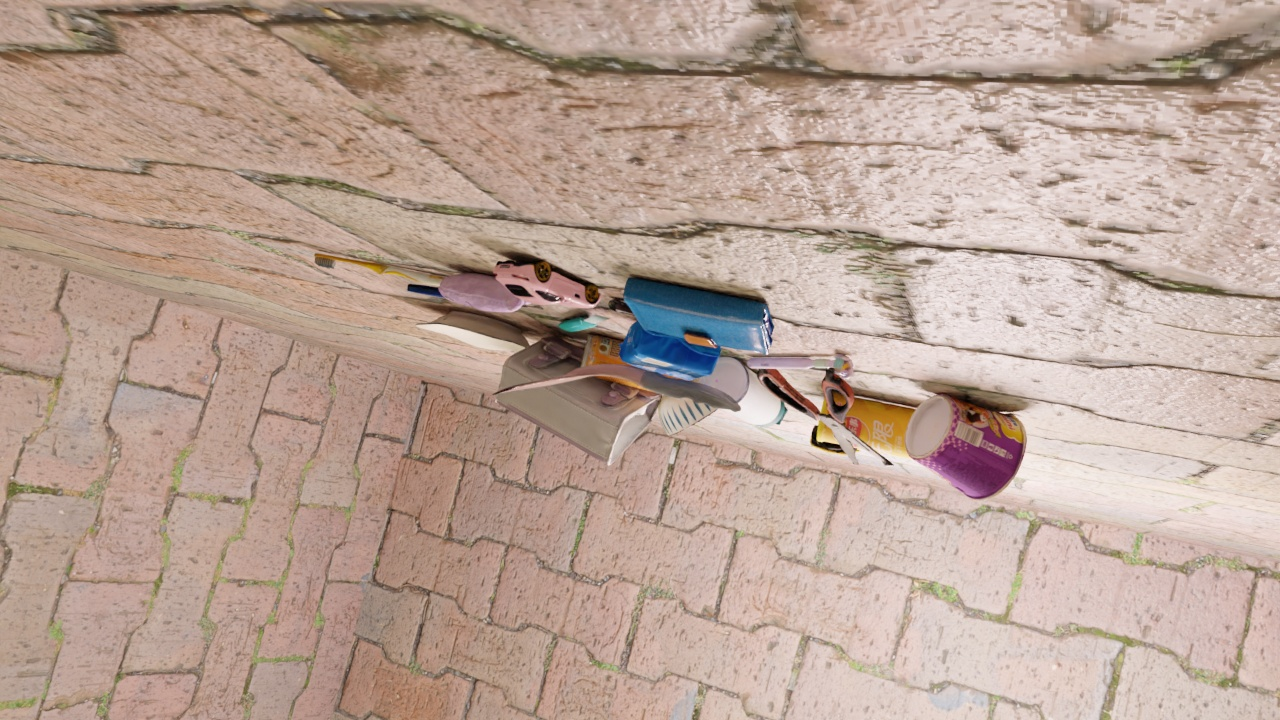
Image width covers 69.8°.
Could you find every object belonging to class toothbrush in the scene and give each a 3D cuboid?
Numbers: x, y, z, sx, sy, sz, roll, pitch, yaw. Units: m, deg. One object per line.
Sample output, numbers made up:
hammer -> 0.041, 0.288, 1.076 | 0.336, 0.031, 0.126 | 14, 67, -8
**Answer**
toothbrush -> -0.308, -0.106, 1.102 | 0.191, 0.018, 0.016 | 12, 175, 12
toothbrush -> 0.177, 0.005, 1.054 | 0.021, 0.029, 0.189 | -25, -169, -24

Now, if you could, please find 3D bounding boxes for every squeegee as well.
squeegee -> -0.001, 0.027, 1.065 | 0.250, 0.040, 0.247 | 7, -174, 23

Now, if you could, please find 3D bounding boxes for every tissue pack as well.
tissue pack -> 0.032, -0.015, 1.035 | 0.095, 0.052, 0.157 | 16, 173, -9

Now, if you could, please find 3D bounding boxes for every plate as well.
plate -> -0.241, -0.044, 1.399 | 0.164, 0.034, 0.163 | 8, 171, 40

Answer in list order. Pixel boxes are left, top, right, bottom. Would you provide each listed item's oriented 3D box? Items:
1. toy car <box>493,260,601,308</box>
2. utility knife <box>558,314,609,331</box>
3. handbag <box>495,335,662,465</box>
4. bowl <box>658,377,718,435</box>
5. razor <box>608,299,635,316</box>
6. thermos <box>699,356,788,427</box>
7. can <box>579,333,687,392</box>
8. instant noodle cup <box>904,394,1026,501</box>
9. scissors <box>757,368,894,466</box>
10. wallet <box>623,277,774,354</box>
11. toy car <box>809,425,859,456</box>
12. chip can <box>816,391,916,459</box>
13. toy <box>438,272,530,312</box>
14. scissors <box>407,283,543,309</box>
toy car -> -0.091, -0.070, 0.903 | 0.056, 0.037, 0.122 | 10, 173, 41
utility knife -> -0.070, -0.047, 1.135 | 0.029, 0.013, 0.223 | 17, 175, -15
handbag -> -0.084, 0.046, 1.317 | 0.197, 0.099, 0.144 | 28, -151, 15
bowl -> 0.073, 0.054, 1.365 | 0.066, 0.116, 0.116 | 58, 169, -1
razor -> 0.032, -0.043, 0.943 | 0.143, 0.022, 0.042 | 12, 171, 18
thermos -> 0.146, 0.048, 1.270 | 0.073, 0.073, 0.224 | 10, 173, 24
can -> -0.007, 0.007, 1.262 | 0.146, 0.058, 0.058 | 14, 173, -5
instant noodle cup -> 0.372, 0.095, 1.073 | 0.099, 0.111, 0.112 | 24, 171, -14
scissors -> 0.236, 0.067, 1.164 | 0.189, 0.015, 0.227 | 22, 154, 23
wallet -> 0.056, -0.041, 0.862 | 0.133, 0.040, 0.106 | 12, 169, 15
toy car -> 0.288, 0.103, 1.327 | 0.071, 0.041, 0.155 | 14, -157, 21
chip can -> 0.346, 0.095, 1.223 | 0.213, 0.072, 0.072 | 12, 173, 16
toy -> -0.168, -0.075, 1.007 | 0.108, 0.039, 0.083 | 10, -167, 17
scissors -> -0.200, -0.075, 1.100 | 0.172, 0.012, 0.162 | 7, -177, -29
